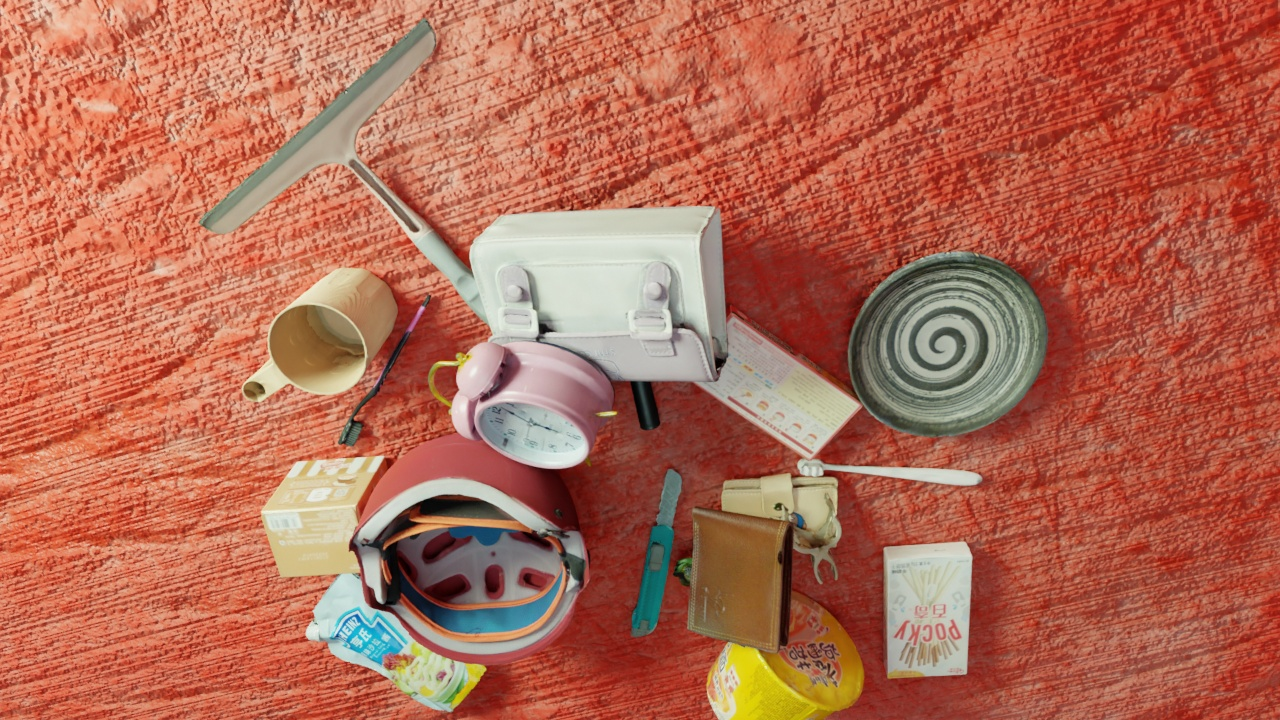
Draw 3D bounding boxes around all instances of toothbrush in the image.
[{"bbox_3d":[0.244,0.111,0.896,0.180,0.016,0.016,4,116,0],"label":"toothbrush"},{"bbox_3d":[-0.242,0.013,0.876,0.017,0.014,0.189,28,112,-21],"label":"toothbrush"}]

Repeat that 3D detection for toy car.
[{"bbox_3d":[0.079,0.216,0.935,0.091,0.036,0.043,6,159,-6],"label":"toy car"}]

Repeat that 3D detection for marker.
[{"bbox_3d":[-0.005,0.005,0.857,0.022,0.020,0.132,-15,113,-4],"label":"marker"}]

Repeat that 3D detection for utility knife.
[{"bbox_3d":[0.017,0.205,0.950,0.029,0.013,0.217,8,114,-2],"label":"utility knife"}]

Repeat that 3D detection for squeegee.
[{"bbox_3d":[-0.196,-0.113,0.803,0.247,0.040,0.249,-41,113,0],"label":"squeegee"}]

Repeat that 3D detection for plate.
[{"bbox_3d":[0.275,-0.014,0.833,0.179,0.024,0.180,0,114,0],"label":"plate"}]

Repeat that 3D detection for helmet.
[{"bbox_3d":[-0.153,0.165,0.873,0.207,0.143,0.240,-7,129,1],"label":"helmet"}]

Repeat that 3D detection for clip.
[{"bbox_3d":[0.161,0.177,0.899,0.092,0.035,0.103,2,125,-7],"label":"clip"}]

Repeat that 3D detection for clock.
[{"bbox_3d":[-0.102,0.035,0.778,0.158,0.059,0.117,20,144,-4],"label":"clock"}]

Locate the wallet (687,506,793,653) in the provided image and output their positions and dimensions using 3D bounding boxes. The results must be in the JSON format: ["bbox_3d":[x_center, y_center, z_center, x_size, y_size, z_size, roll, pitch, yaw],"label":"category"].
[{"bbox_3d":[0.092,0.206,0.873,0.101,0.032,0.124,3,90,32],"label":"wallet"}]

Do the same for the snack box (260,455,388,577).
[{"bbox_3d":[-0.299,0.151,0.895,0.093,0.094,0.077,-5,114,4],"label":"snack box"}]

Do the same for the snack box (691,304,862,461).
[{"bbox_3d":[0.122,0.023,0.856,0.155,0.027,0.077,34,111,-12],"label":"snack box"}]

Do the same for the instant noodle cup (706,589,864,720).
[{"bbox_3d":[0.141,0.321,0.938,0.138,0.137,0.110,27,122,-9],"label":"instant noodle cup"}]

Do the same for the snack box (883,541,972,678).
[{"bbox_3d":[0.298,0.262,0.957,0.085,0.026,0.157,-5,113,5],"label":"snack box"}]

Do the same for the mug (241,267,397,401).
[{"bbox_3d":[-0.283,-0.019,0.813,0.125,0.103,0.084,-31,109,15],"label":"mug"}]

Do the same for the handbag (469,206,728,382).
[{"bbox_3d":[-0.031,-0.049,0.776,0.197,0.098,0.145,1,123,18],"label":"handbag"}]

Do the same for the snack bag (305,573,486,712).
[{"bbox_3d":[-0.268,0.311,0.999,0.191,0.038,0.111,35,122,-12],"label":"snack bag"}]

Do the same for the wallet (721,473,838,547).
[{"bbox_3d":[0.139,0.152,0.916,0.115,0.024,0.087,-2,113,5],"label":"wallet"}]
